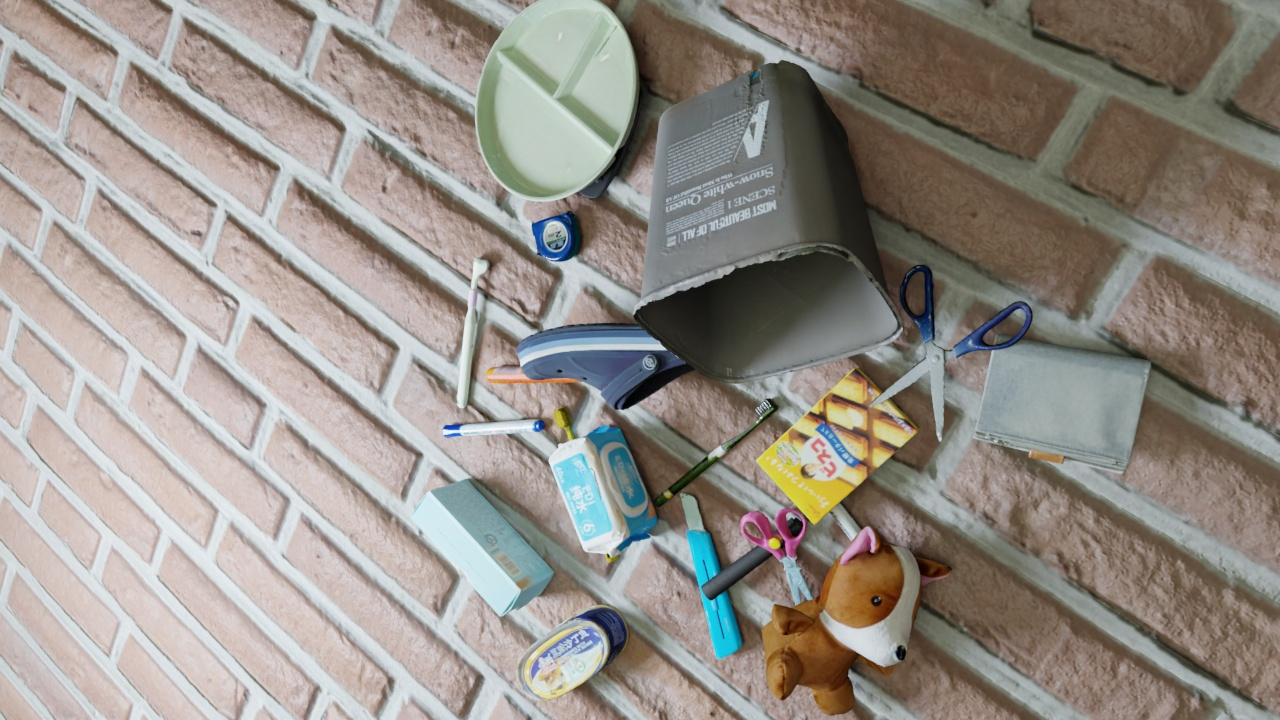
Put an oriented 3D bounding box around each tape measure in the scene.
[{"bbox_3d":[-0.095,-0.141,1.057,0.058,0.025,0.054,-12,91,32],"label":"tape measure"}]

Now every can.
[{"bbox_3d":[-0.082,0.347,1.085,0.148,0.049,0.074,-39,77,25],"label":"can"}]

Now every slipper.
[{"bbox_3d":[-0.006,0.006,0.981,0.253,0.105,0.095,-3,84,18],"label":"slipper"}]

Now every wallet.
[{"bbox_3d":[0.377,0.039,0.826,0.130,0.037,0.106,13,90,26],"label":"wallet"}]

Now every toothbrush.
[{"bbox_3d":[0.078,0.102,1.000,0.186,0.012,0.017,-43,70,24],"label":"toothbrush"},{"bbox_3d":[-0.065,0.145,1.074,0.016,0.016,0.190,-22,85,28],"label":"toothbrush"},{"bbox_3d":[-0.208,-0.032,1.130,0.029,0.020,0.190,27,110,54],"label":"toothbrush"}]

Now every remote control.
[{"bbox_3d":[-0.034,-0.245,1.015,0.053,0.024,0.136,32,107,26],"label":"remote control"}]

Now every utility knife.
[{"bbox_3d":[0.075,0.235,1.012,0.034,0.018,0.185,-17,86,28],"label":"utility knife"}]

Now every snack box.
[{"bbox_3d":[-0.192,0.224,1.115,0.175,0.074,0.052,43,111,17],"label":"snack box"},{"bbox_3d":[0.195,0.085,0.915,0.141,0.033,0.087,-46,75,16],"label":"snack box"}]

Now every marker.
[{"bbox_3d":[-0.182,0.083,1.129,0.146,0.016,0.017,-6,92,28],"label":"marker"},{"bbox_3d":[0.190,0.138,0.943,0.017,0.017,0.145,-43,76,24],"label":"marker"},{"bbox_3d":[0.118,0.211,0.974,0.132,0.022,0.020,-40,41,16],"label":"marker"}]

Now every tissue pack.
[{"bbox_3d":[-0.037,0.143,1.019,0.063,0.089,0.140,-26,83,27],"label":"tissue pack"}]

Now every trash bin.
[{"bbox_3d":[0.110,-0.124,0.833,0.199,0.198,0.219,-16,61,28],"label":"trash bin"}]

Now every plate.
[{"bbox_3d":[-0.094,-0.290,1.023,0.231,0.027,0.230,-1,88,35],"label":"plate"}]

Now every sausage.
[{"bbox_3d":[-0.119,0.016,1.086,0.165,0.021,0.021,-1,94,28],"label":"sausage"}]

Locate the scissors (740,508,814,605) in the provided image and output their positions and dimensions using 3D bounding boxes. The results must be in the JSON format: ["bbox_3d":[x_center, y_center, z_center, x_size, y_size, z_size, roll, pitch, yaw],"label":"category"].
[{"bbox_3d":[0.162,0.205,0.945,0.077,0.017,0.137,-26,105,28],"label":"scissors"}]

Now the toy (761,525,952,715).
[{"bbox_3d":[0.205,0.255,0.892,0.200,0.140,0.130,-53,34,14],"label":"toy"}]

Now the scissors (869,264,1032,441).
[{"bbox_3d":[0.284,-0.013,0.858,0.163,0.012,0.175,-18,71,27],"label":"scissors"}]
